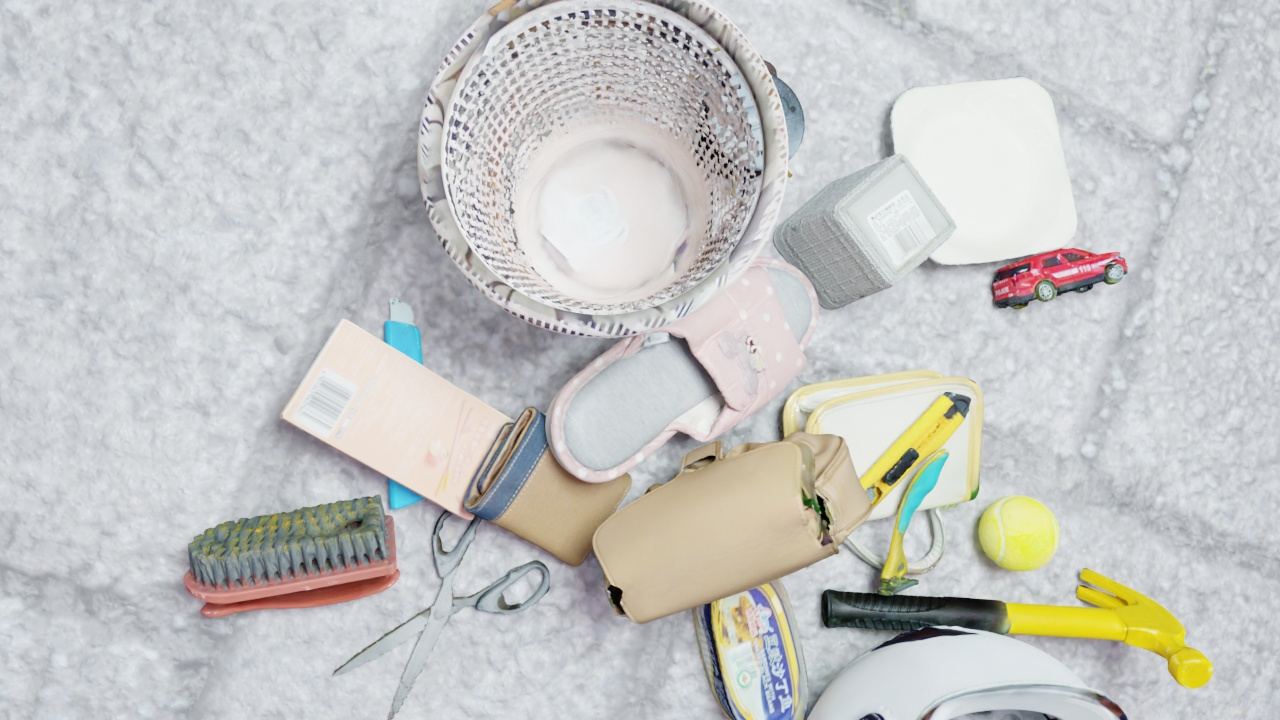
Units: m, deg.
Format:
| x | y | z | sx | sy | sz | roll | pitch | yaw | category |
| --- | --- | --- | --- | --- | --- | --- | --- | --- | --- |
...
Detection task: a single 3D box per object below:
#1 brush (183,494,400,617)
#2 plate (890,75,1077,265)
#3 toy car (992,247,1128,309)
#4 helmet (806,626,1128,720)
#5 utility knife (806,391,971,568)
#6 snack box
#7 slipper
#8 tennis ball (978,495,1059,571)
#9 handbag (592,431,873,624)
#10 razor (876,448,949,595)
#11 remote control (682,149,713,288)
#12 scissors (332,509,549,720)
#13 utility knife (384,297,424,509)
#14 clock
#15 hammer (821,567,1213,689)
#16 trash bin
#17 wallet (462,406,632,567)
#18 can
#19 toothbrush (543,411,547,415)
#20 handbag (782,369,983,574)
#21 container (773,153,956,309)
| x | y | z | sx | sy | sz | roll | pitch | yaw | category |
| --- | --- | --- | --- | --- | --- | --- | --- | --- | --- |
| -0.251 | 0.149 | 0.664 | 0.145 | 0.063 | 0.069 | -9 | 118 | -13 | brush |
| 0.299 | -0.166 | 0.817 | 0.164 | 0.034 | 0.163 | -8 | 85 | -12 | plate |
| 0.376 | -0.077 | 0.825 | 0.120 | 0.053 | 0.045 | -12 | 87 | -13 | toy car |
| 0.226 | 0.301 | 0.708 | 0.229 | 0.145 | 0.259 | 23 | 107 | -21 | helmet |
| 0.198 | 0.096 | 0.737 | 0.192 | 0.015 | 0.033 | -46 | 112 | -1 | utility knife |
| -0.174 | 0.045 | 0.681 | 0.157 | 0.026 | 0.084 | 34 | 70 | -19 | snack box |
| 0.047 | 0.003 | 0.714 | 0.273 | 0.054 | 0.114 | -31 | 106 | -27 | slipper |
| 0.328 | 0.150 | 0.795 | 0.065 | 0.065 | 0.065 | 1 | 87 | -13 | tennis ball |
| 0.061 | 0.116 | 0.674 | 0.205 | 0.147 | 0.100 | -25 | 91 | 13 | handbag |
| 0.224 | 0.130 | 0.748 | 0.043 | 0.028 | 0.133 | -4 | 115 | -39 | razor |
| 0.033 | -0.107 | 0.759 | 0.053 | 0.024 | 0.136 | 5 | 86 | -10 | remote control |
| -0.151 | 0.189 | 0.706 | 0.178 | 0.014 | 0.159 | -6 | 88 | -13 | scissors |
| -0.180 | 0.032 | 0.705 | 0.034 | 0.018 | 0.162 | -4 | 87 | -13 | utility knife |
| 0.085 | -0.204 | 0.762 | 0.082 | 0.055 | 0.122 | -19 | 91 | -13 | clock |
| 0.304 | 0.217 | 0.774 | 0.300 | 0.128 | 0.033 | 4 | 109 | -2 | hammer |
| -0.024 | -0.122 | 0.648 | 0.227 | 0.192 | 0.227 | 0 | 87 | 0 | trash bin |
| -0.068 | 0.098 | 0.702 | 0.115 | 0.033 | 0.090 | 37 | 80 | -34 | wallet |
| 0.089 | 0.230 | 0.743 | 0.074 | 0.049 | 0.148 | -12 | 90 | -14 | can |
| -0.004 | 0.004 | 0.745 | 0.220 | 0.027 | 0.026 | -37 | 101 | -13 | toothbrush |
| 0.205 | 0.101 | 0.780 | 0.163 | 0.063 | 0.179 | -8 | 104 | -13 | handbag |
| 0.183 | -0.105 | 0.749 | 0.090 | 0.114 | 0.090 | -41 | 96 | -13 | container |
